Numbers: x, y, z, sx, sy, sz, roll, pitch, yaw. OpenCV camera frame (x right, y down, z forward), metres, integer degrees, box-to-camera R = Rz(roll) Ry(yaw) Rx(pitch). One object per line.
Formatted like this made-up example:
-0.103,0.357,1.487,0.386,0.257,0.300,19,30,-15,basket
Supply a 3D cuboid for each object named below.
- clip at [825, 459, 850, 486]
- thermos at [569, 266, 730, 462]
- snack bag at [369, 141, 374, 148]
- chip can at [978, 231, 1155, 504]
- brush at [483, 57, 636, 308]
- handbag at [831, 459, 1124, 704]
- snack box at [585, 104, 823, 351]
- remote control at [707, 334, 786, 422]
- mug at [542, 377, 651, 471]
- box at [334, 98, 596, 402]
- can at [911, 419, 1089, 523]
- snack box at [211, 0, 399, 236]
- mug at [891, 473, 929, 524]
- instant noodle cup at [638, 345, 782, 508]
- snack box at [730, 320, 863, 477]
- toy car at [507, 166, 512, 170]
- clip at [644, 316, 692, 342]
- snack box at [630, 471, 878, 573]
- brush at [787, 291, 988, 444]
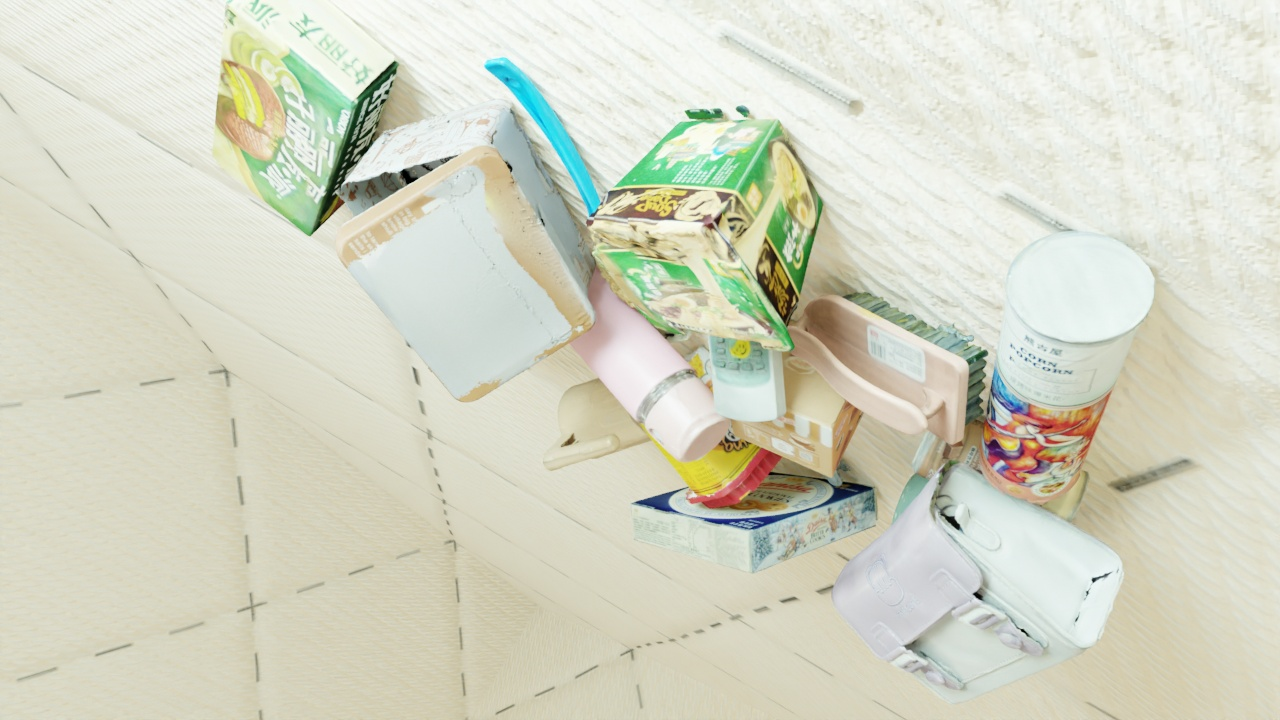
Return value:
0.187,0.096,0.903,0.024,0.027,0.056,-6,127,54,clip
-0.005,0.005,0.795,0.198,0.067,0.087,47,165,24,thermos
-0.244,-0.153,0.906,0.110,0.038,0.191,28,156,26,snack bag
0.252,0.015,0.565,0.071,0.071,0.215,21,157,26,chip can
-0.036,-0.125,0.700,0.083,0.045,0.255,14,149,47,brush
0.245,0.179,0.709,0.145,0.098,0.197,37,148,12,handbag
0.051,-0.084,0.573,0.118,0.105,0.117,13,154,41,snack box
0.076,-0.021,0.677,0.056,0.019,0.135,4,106,38,remote control
-0.034,0.064,0.955,0.104,0.124,0.084,-21,107,43,mug
-0.128,-0.072,0.695,0.149,0.157,0.182,-8,132,25,box
0.273,0.084,0.701,0.116,0.058,0.058,25,158,15,can
-0.288,-0.206,0.770,0.114,0.063,0.241,40,149,-10,snack box
0.284,0.150,0.808,0.106,0.082,0.111,19,172,28,mug
0.066,0.061,0.872,0.123,0.116,0.116,46,157,-3,instant noodle cup
0.129,0.028,0.746,0.093,0.077,0.094,23,157,23,snack box
-0.151,-0.142,0.799,0.071,0.041,0.156,42,151,-25,toy car
0.014,-0.022,0.858,0.104,0.034,0.076,-10,133,48,clip
0.114,0.158,0.939,0.178,0.182,0.046,1,99,52,snack box
0.156,-0.002,0.613,0.146,0.073,0.063,38,147,47,brush
